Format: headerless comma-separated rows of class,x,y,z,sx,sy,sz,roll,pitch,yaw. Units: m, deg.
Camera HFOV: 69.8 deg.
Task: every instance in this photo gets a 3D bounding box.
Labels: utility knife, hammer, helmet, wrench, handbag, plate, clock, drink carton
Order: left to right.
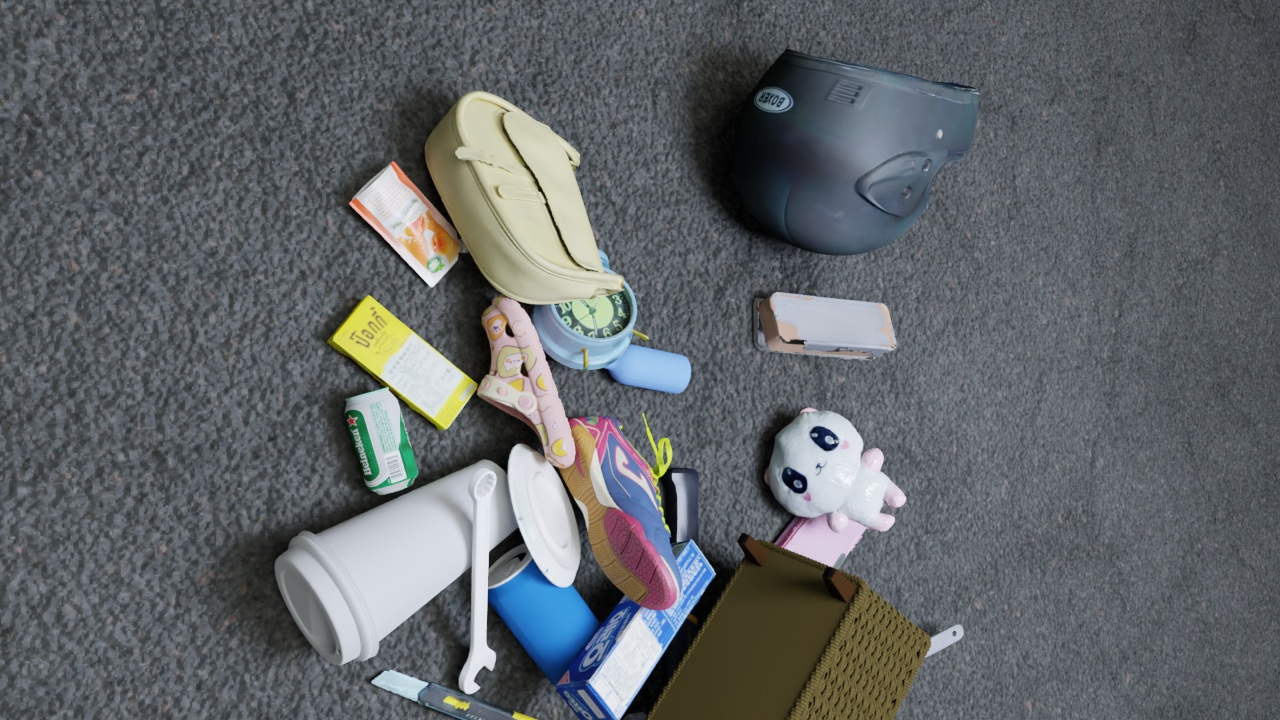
drink carton,-0.239,-0.142,0.967,0.122,0.039,0.069,49,63,-24
utility knife,-0.181,0.362,0.952,0.213,0.020,0.028,30,68,-24
wrench,-0.158,0.222,0.902,0.047,0.009,0.274,-30,134,-49
handbag,-0.118,-0.169,0.972,0.190,0.089,0.232,-3,65,-37
plate,-0.097,0.159,0.962,0.014,0.156,0.157,-22,98,10
clock,-0.070,-0.065,1.031,0.117,0.060,0.162,-29,76,-30
hammer,0.043,0.284,1.089,0.139,0.035,0.312,4,82,-33
helmet,0.265,-0.253,1.167,0.315,0.249,0.236,-3,114,-34

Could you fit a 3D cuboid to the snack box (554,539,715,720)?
snack box,0.001,0.282,0.971,0.059,0.059,0.225,56,41,-10

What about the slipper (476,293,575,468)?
slipper,-0.132,0.029,0.978,0.081,0.093,0.197,-22,84,-8

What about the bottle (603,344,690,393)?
bottle,-0.006,0.006,1.080,0.131,0.048,0.048,11,78,-30

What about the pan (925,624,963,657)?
pan,0.295,0.422,1.215,0.355,0.051,0.201,-16,93,-32

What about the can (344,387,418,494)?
can,-0.258,0.081,0.915,0.053,0.053,0.101,-18,94,-32

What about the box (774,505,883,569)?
box,0.234,0.236,1.208,0.232,0.037,0.098,-43,107,-27

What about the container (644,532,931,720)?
container,0.137,0.363,0.994,0.320,0.177,0.205,-55,129,-19

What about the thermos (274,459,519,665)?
thermos,-0.224,0.183,0.891,0.221,0.132,0.131,-30,100,-38

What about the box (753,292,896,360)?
box,0.252,-0.045,1.243,0.216,0.063,0.081,4,71,-31

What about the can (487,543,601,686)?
can,-0.098,0.272,0.975,0.078,0.079,0.146,-41,106,-28

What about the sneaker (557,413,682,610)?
sneaker,-0.005,0.153,0.987,0.091,0.117,0.241,-3,49,-38

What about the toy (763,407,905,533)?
toy,0.246,0.147,1.160,0.139,0.179,0.101,-58,151,2

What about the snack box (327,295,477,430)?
snack box,-0.244,0.004,0.948,0.149,0.026,0.061,43,64,-21
